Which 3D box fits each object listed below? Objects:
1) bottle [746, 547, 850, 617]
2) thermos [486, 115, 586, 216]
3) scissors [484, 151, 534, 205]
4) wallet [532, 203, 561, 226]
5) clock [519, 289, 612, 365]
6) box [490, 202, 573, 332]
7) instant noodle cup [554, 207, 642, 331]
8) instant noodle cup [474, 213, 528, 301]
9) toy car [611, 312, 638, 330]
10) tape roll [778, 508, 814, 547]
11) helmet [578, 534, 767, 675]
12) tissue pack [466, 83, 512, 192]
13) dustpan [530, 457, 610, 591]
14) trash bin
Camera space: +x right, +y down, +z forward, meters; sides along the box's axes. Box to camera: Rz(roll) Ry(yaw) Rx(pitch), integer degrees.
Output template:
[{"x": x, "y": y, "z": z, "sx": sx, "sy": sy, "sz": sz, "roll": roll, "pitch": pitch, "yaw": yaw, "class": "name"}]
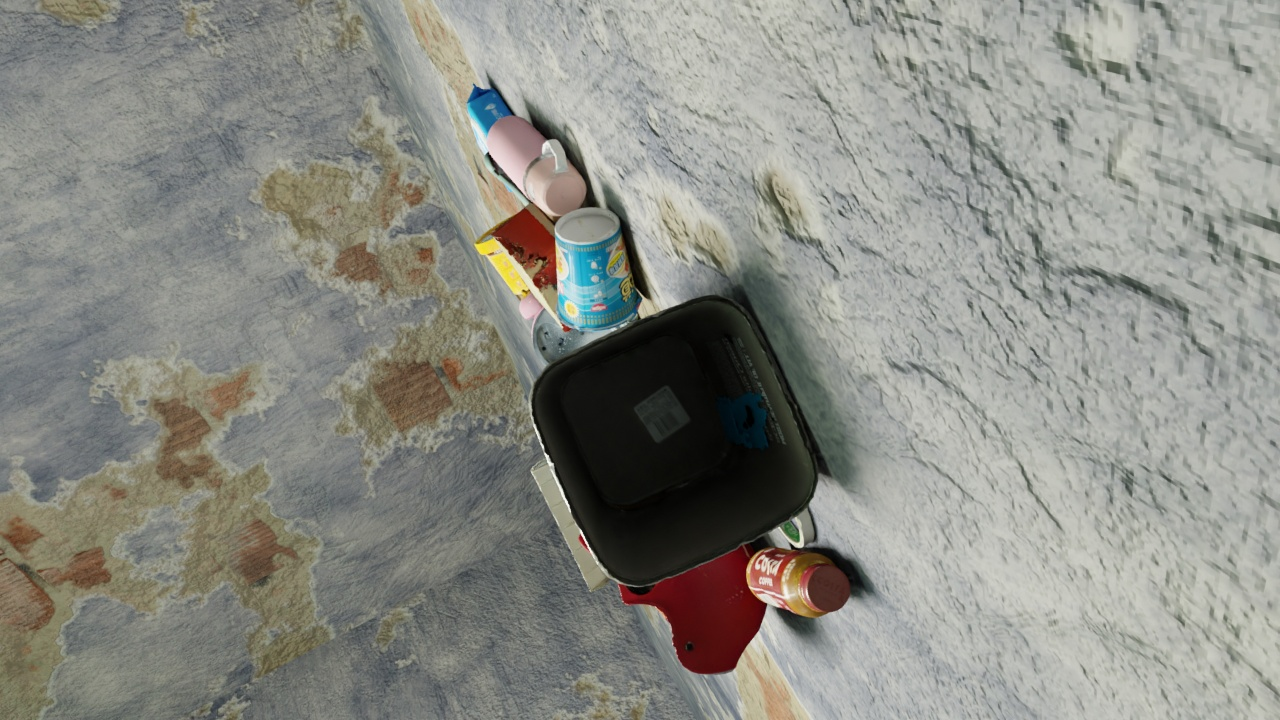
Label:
[{"x": 0.148, "y": 0.208, "z": 0.863, "sx": 0.057, "sy": 0.057, "sz": 0.175, "roll": 63, "pitch": 169, "yaw": 4, "class": "bottle"}, {"x": -0.125, "y": -0.240, "z": 1.090, "sx": 0.198, "sy": 0.067, "sz": 0.087, "roll": -129, "pitch": 29, "yaw": -51, "class": "thermos"}, {"x": -0.156, "y": -0.203, "z": 1.207, "sx": 0.179, "sy": 0.019, "sz": 0.169, "roll": 56, "pitch": -156, "yaw": -14, "class": "scissors"}, {"x": -0.091, "y": -0.153, "z": 1.143, "sx": 0.115, "sy": 0.033, "sz": 0.090, "roll": 47, "pitch": 168, "yaw": 21, "class": "wallet"}, {"x": -0.097, "y": -0.059, "z": 1.241, "sx": 0.059, "sy": 0.117, "sz": 0.158, "roll": -113, "pitch": 0, "yaw": -65, "class": "clock"}, {"x": -0.115, "y": -0.102, "z": 1.111, "sx": 0.091, "sy": 0.077, "sz": 0.168, "roll": 47, "pitch": 173, "yaw": 26, "class": "box"}, {"x": -0.052, "y": -0.105, "z": 1.007, "sx": 0.099, "sy": 0.099, "sz": 0.110, "roll": -128, "pitch": 24, "yaw": -46, "class": "instant noodle cup"}, {"x": -0.161, "y": -0.151, "z": 1.332, "sx": 0.114, "sy": 0.118, "sz": 0.118, "roll": 60, "pitch": 171, "yaw": -18, "class": "instant noodle cup"}, {"x": -0.032, "y": -0.070, "z": 1.123, "sx": 0.090, "sy": 0.034, "sz": 0.043, "roll": 65, "pitch": 172, "yaw": 2, "class": "toy car"}, {"x": 0.136, "y": 0.137, "z": 0.871, "sx": 0.085, "sy": 0.014, "sz": 0.086, "roll": 59, "pitch": 168, "yaw": 21, "class": "tape roll"}, {"x": 0.055, "y": 0.245, "z": 1.090, "sx": 0.240, "sy": 0.144, "sz": 0.207, "roll": 43, "pitch": -179, "yaw": 19, "class": "helmet"}, {"x": -0.199, "y": -0.311, "z": 1.289, "sx": 0.157, "sy": 0.052, "sz": 0.095, "roll": 57, "pitch": 167, "yaw": 30, "class": "tissue pack"}, {"x": -0.065, "y": 0.237, "z": 1.557, "sx": 0.143, "sy": 0.257, "sz": 0.222, "roll": -27, "pitch": 89, "yaw": 55, "class": "dustpan"}, {"x": 0.020, "y": 0.062, "z": 0.824, "sx": 0.220, "sy": 0.198, "sz": 0.199, "roll": -169, "pitch": 55, "yaw": -85, "class": "trash bin"}]
